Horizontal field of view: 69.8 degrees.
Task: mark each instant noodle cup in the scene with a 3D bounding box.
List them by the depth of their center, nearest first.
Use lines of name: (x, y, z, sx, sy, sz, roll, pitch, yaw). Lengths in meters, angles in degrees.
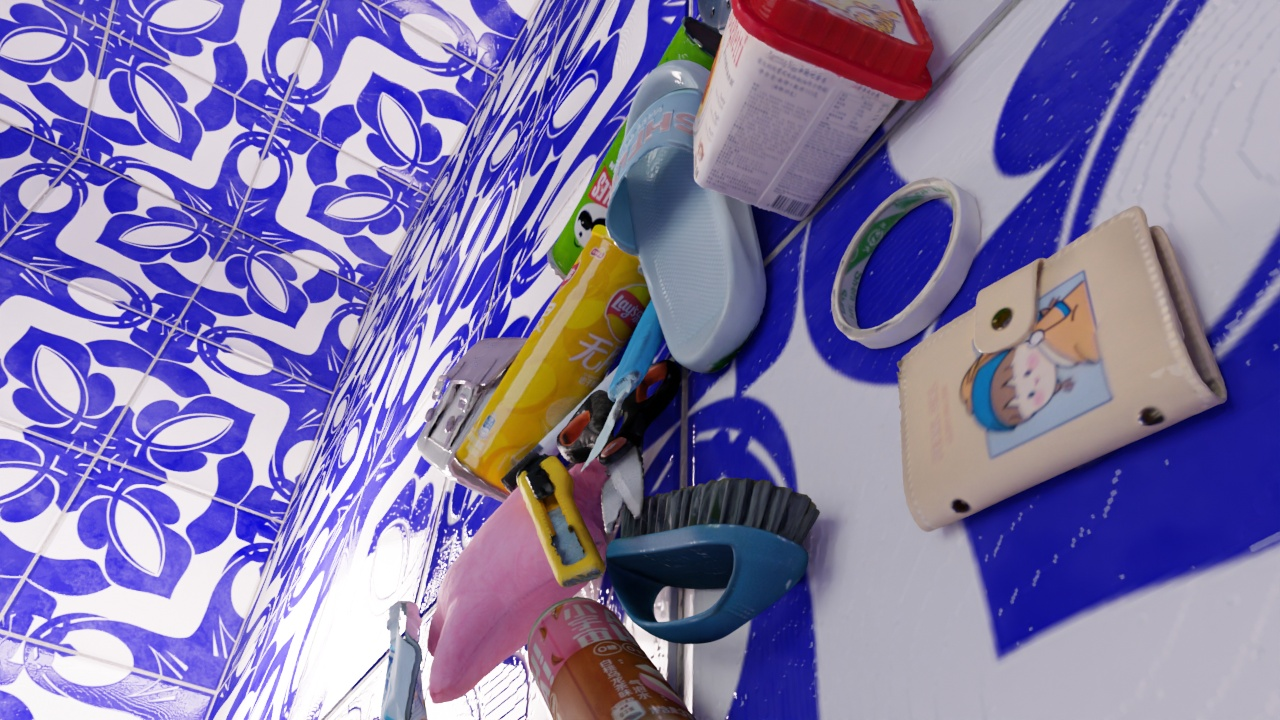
instant noodle cup: (0.089, -0.159, 0.534, 0.116, 0.116, 0.124, -88, 20, -47)

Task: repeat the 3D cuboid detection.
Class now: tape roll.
tape roll: (0.124, -0.047, 0.439, 0.086, 0.014, 0.085, -50, 25, 33)

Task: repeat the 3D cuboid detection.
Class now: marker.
marker: (-0.051, 0.049, 0.679, 0.130, 0.018, 0.023, -44, -2, -9)

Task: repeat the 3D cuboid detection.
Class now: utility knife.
utility knife: (-0.048, 0.088, 0.535, 0.033, 0.015, 0.156, -33, 24, -5)
utility knife: (-0.004, 0.003, 0.594, 0.034, 0.018, 0.224, -41, 12, 30)

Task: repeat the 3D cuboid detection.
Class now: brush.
brush: (0.026, 0.100, 0.444, 0.144, 0.055, 0.073, -26, 41, 58)

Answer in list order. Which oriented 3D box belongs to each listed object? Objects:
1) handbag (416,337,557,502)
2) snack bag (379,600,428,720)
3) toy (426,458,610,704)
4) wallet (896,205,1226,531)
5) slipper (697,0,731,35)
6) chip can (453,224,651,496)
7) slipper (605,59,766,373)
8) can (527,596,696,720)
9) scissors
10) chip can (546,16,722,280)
handbag: (-0.134, 0.046, 0.846, 0.144, 0.098, 0.197, -62, 20, -10)
snack bag: (-0.156, 0.260, 0.613, 0.110, 0.039, 0.191, -143, 53, -79)
toy: (-0.075, 0.135, 0.590, 0.194, 0.074, 0.179, -54, 13, -32)
wallet: (0.141, 0.004, 0.331, 0.115, 0.024, 0.087, -43, 34, 46)
slipper: (0.095, -0.310, 0.710, 0.105, 0.095, 0.253, -61, 24, 1)
chip can: (-0.060, 0.002, 0.714, 0.213, 0.072, 0.072, -58, 21, 0)
slipper: (0.019, -0.102, 0.616, 0.104, 0.074, 0.245, -45, 44, 41)
can: (-0.015, 0.171, 0.457, 0.058, 0.058, 0.147, -64, 21, -1)
scissors: (-0.002, 0.040, 0.543, 0.152, 0.022, 0.235, -39, 13, -17)
chip can: (0.006, -0.160, 0.752, 0.237, 0.072, 0.072, -54, 22, 34)
